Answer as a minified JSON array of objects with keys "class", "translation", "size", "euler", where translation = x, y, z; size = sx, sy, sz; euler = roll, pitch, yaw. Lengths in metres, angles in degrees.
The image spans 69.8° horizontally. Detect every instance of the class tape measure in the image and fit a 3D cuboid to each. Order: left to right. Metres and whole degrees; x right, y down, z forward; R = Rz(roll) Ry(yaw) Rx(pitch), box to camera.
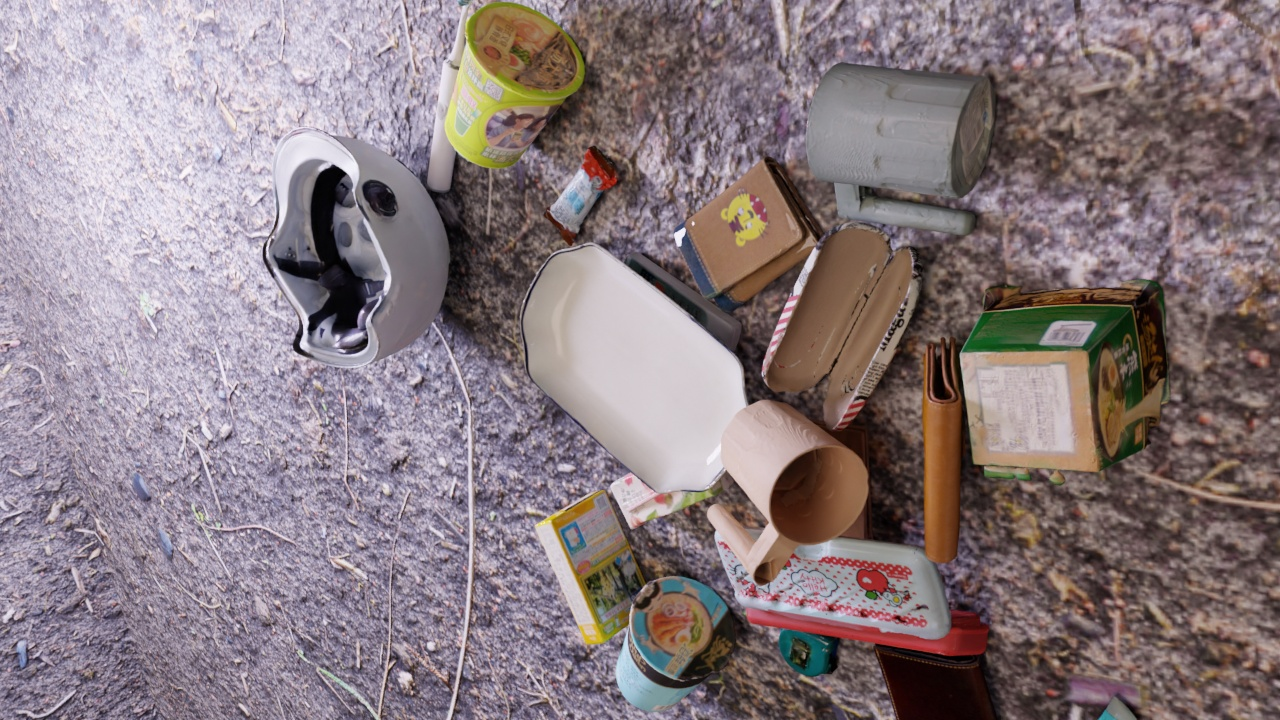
[{"class":"tape measure","translation":[0.156,0.269,0.860],"size":[0.058,0.025,0.054],"euler":[16,116,37]}]

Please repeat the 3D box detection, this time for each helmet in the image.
[{"class":"helmet","translation":[-0.300,-0.127,1.021],"size":[0.230,0.145,0.258],"euler":[-21,85,43]}]

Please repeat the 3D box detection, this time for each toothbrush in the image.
[{"class":"toothbrush","translation":[-0.194,-0.278,0.948],"size":[0.027,0.026,0.222],"euler":[30,125,18]}]

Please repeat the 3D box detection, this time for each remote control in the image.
[{"class":"remote control","translation":[0.032,-0.044,0.848],"size":[0.135,0.019,0.056],"euler":[38,128,24]}]

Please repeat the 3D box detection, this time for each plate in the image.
[{"class":"plate","translation":[-0.005,0.005,0.847],"size":[0.266,0.034,0.162],"euler":[39,117,24]}]

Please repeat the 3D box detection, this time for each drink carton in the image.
[{"class":"drink carton","translation":[0.028,0.122,0.900],"size":[0.123,0.045,0.053],"euler":[-31,85,43]}]

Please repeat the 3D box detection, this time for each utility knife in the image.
[{"class":"utility knife","translation":[0.352,0.337,0.723],"size":[0.029,0.013,0.185],"euler":[29,123,34]}]

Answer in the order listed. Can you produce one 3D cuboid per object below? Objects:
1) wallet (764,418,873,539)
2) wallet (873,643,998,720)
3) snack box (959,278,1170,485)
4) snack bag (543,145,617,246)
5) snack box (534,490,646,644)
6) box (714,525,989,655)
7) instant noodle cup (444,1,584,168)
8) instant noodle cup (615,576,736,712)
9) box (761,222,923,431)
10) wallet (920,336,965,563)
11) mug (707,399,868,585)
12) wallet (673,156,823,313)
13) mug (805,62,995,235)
[{"class":"wallet","translation":[0.153,0.107,0.804],"size":[0.101,0.020,0.115],"euler":[4,107,39]},{"class":"wallet","translation":[0.255,0.296,0.779],"size":[0.097,0.020,0.122],"euler":[-5,111,45]},{"class":"snack box","translation":[0.271,0.014,0.602],"size":[0.118,0.105,0.117],"euler":[-2,105,40]},{"class":"snack bag","translation":[-0.058,-0.156,0.878],"size":[0.045,0.026,0.106],"euler":[48,133,4]},{"class":"snack box","translation":[-0.047,0.218,0.976],"size":[0.034,0.086,0.140],"euler":[-25,90,43]},{"class":"box","translation":[0.166,0.196,0.755],"size":[0.202,0.069,0.157],"euler":[-4,140,42]},{"class":"instant noodle cup","translation":[-0.128,-0.246,0.854],"size":[0.111,0.111,0.124],"euler":[56,140,10]},{"class":"instant noodle cup","translation":[0.026,0.298,0.939],"size":[0.111,0.111,0.121],"euler":[44,139,20]},{"class":"box","translation":[0.158,-0.021,0.707],"size":[0.086,0.075,0.162],"euler":[-117,39,-47]},{"class":"wallet","translation":[0.217,0.059,0.665],"size":[0.035,0.118,0.131],"euler":[2,118,21]},{"class":"mug","translation":[0.108,0.102,0.733],"size":[0.125,0.084,0.103],"euler":[-57,25,7]},{"class":"wallet","translation":[0.089,-0.102,0.769],"size":[0.116,0.033,0.090],"euler":[-34,82,40]},{"class":"mug","translation":[0.184,-0.144,0.644],"size":[0.103,0.083,0.124],"euler":[17,144,35]}]
